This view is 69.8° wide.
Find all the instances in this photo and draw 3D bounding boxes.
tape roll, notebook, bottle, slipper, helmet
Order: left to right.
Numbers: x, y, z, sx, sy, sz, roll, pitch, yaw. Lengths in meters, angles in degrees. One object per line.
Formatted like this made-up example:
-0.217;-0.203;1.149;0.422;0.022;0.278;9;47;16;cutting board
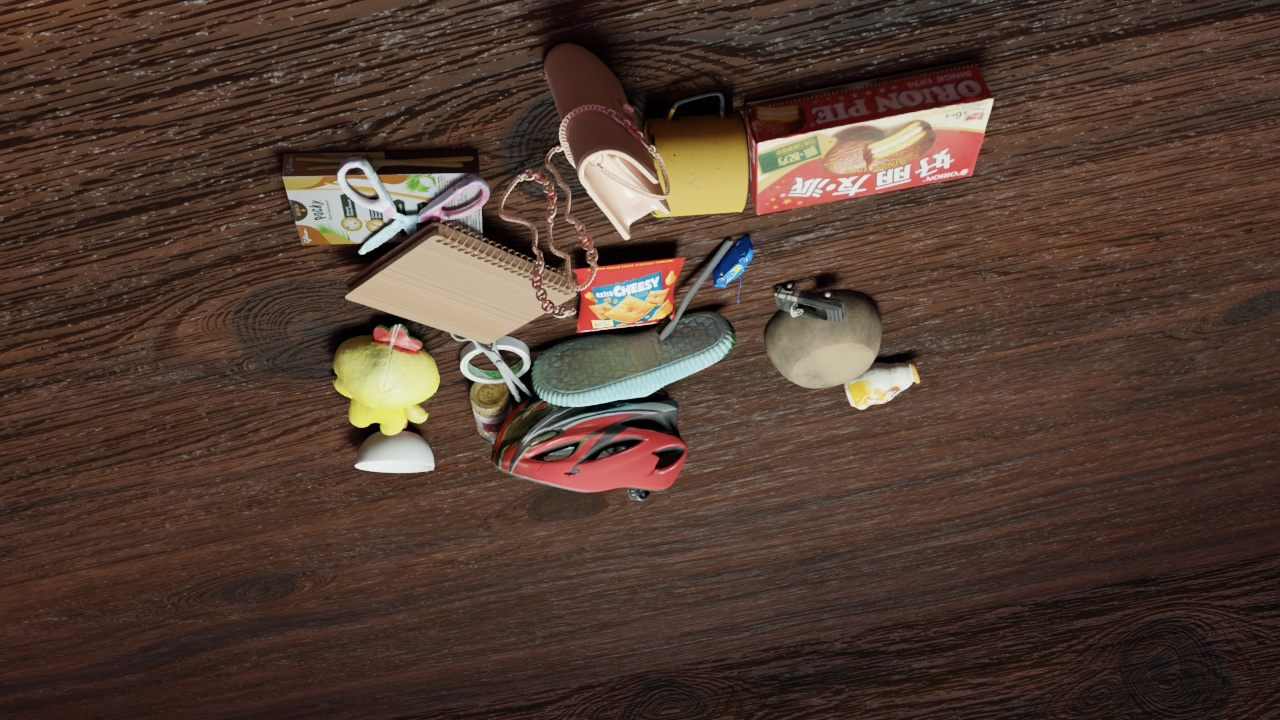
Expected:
-0.195;-0.082;1.035;0.170;0.022;0.210;-26;151;33;notebook
-0.210;0.071;1.306;0.056;0.056;0.105;-6;148;-6;bottle
-0.195;0.000;1.232;0.094;0.018;0.094;-6;148;-4;tape roll
-0.071;0.108;1.277;0.271;0.167;0.217;-1;-171;-15;helmet
-0.007;0.007;1.209;0.276;0.115;0.069;-16;136;2;slipper
0.365;0.032;1.389;0.109;0.063;0.063;-18;147;16;bottle

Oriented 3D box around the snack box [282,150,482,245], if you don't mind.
-0.257;-0.165;0.938;0.186;0.031;0.101;-3;148;-10;snack box

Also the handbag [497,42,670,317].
-0.078;-0.164;0.832;0.187;0.198;0.116;-30;144;17;handbag

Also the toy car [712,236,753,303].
0.125;-0.107;1.126;0.061;0.033;0.092;20;139;-28;toy car

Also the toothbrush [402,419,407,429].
-0.327;0.040;1.270;0.015;0.015;0.185;1;144;-17;toothbrush

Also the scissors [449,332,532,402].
-0.199;-0.003;1.189;0.120;0.014;0.160;-4;124;-9;scissors

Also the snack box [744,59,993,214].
0.227;-0.226;0.942;0.236;0.060;0.113;-10;150;1;snack box

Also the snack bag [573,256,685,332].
-0.016;-0.081;1.128;0.130;0.039;0.144;-7;152;-7;snack bag

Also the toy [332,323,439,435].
-0.331;0.034;1.183;0.133;0.092;0.208;15;148;-13;toy

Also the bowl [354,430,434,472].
-0.362;0.133;1.356;0.114;0.050;0.115;-1;165;0;bowl

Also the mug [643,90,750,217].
0.052;-0.203;0.905;0.094;0.100;0.124;-5;124;-4;mug

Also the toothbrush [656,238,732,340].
0.066;-0.087;1.138;0.012;0.013;0.168;-9;144;-48;toothbrush

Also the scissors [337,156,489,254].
-0.239;-0.154;0.919;0.171;0.013;0.174;-24;147;28;scissors

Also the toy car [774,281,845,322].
0.217;-0.071;1.184;0.092;0.037;0.040;16;158;23;toy car

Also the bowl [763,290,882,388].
0.256;-0.021;1.268;0.162;0.070;0.162;-7;148;-4;bowl
